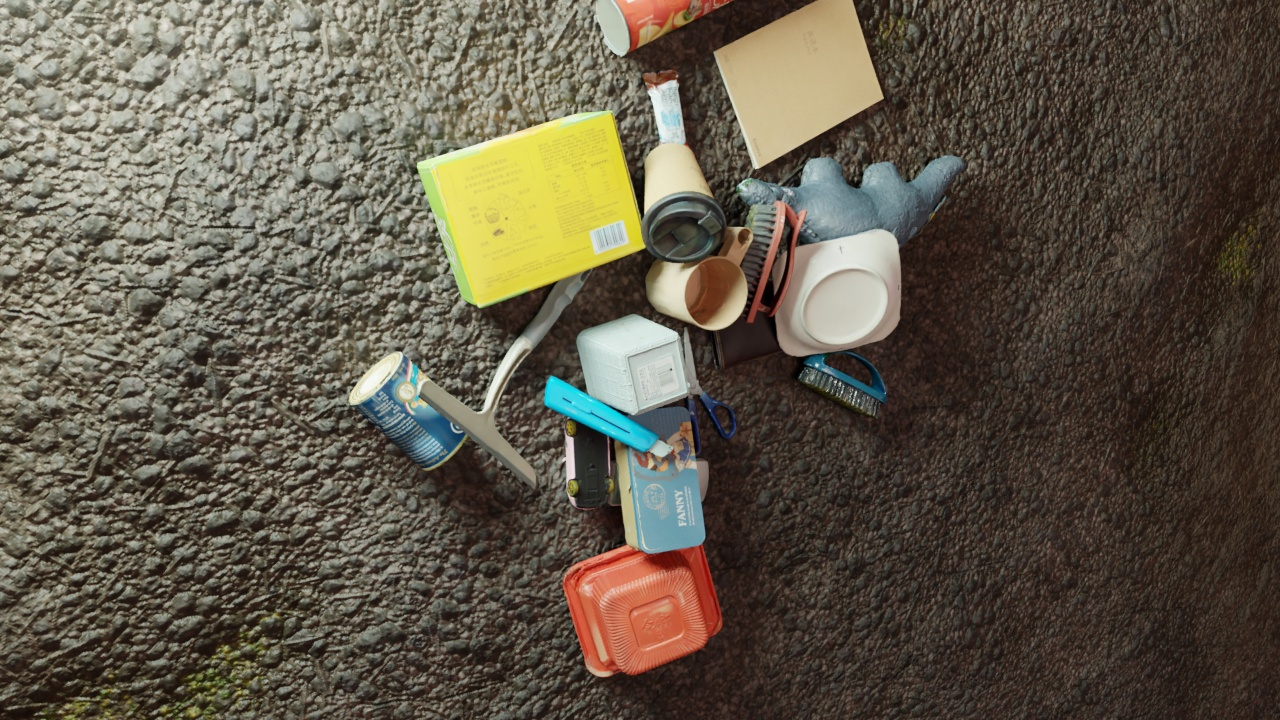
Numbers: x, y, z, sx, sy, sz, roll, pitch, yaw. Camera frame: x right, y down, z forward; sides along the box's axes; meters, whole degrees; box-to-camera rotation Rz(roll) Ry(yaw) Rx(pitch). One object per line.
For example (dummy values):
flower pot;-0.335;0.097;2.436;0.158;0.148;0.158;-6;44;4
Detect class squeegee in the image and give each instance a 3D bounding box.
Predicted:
squeegee;-0.126;-0.013;1.024;0.246;0.039;0.246;-60;146;-16

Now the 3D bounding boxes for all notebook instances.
notebook;0.199;-0.352;1.137;0.211;0.012;0.149;-31;112;-18

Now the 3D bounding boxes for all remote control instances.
remote control;0.023;0.152;1.150;0.135;0.019;0.056;2;99;-25

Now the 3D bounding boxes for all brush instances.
brush;0.276;0.025;1.230;0.143;0.055;0.073;24;90;-28
brush;0.149;-0.120;1.086;0.069;0.063;0.146;10;120;-9

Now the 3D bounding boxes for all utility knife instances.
utility knife;-0.036;0.069;1.048;0.166;0.018;0.034;28;80;-13

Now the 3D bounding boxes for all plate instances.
plate;0.248;-0.075;1.139;0.164;0.034;0.164;-12;124;-1

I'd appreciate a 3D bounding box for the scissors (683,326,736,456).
scissors;0.076;0.040;1.158;0.146;0.012;0.169;9;97;-27

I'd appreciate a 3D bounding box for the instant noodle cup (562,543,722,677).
instant noodle cup;0.009;0.308;1.136;0.188;0.079;0.164;-19;106;-9

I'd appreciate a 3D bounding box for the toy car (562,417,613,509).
toy car;-0.063;0.116;1.094;0.056;0.037;0.122;-1;89;-29

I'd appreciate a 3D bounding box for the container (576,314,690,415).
container;-0.006;0.006;1.054;0.089;0.111;0.090;-19;109;-21

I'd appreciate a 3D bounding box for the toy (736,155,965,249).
toy;0.273;-0.190;1.163;0.355;0.091;0.138;-8;101;-26

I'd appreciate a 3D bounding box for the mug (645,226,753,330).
mug;0.071;-0.102;1.073;0.084;0.103;0.124;27;88;-28

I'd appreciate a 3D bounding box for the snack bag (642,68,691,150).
snack bag;0.032;-0.281;1.060;0.045;0.026;0.105;-15;106;-14

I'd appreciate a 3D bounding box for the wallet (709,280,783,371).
wallet;0.142;-0.047;1.170;0.122;0.020;0.096;-17;108;-25

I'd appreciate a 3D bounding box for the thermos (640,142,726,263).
thermos;0.042;-0.177;1.017;0.093;0.143;0.093;-3;136;-3

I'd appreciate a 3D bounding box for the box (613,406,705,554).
box;0.021;0.147;1.097;0.089;0.059;0.184;-7;83;-22

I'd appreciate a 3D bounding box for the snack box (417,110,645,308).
snack box;-0.113;-0.166;0.988;0.209;0.070;0.158;-23;110;-20

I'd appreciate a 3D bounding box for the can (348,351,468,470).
can;-0.242;0.053;0.967;0.075;0.075;0.111;-47;116;-11

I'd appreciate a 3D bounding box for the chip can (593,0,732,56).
chip can;0.055;-0.414;1.017;0.216;0.073;0.073;-32;113;-18
